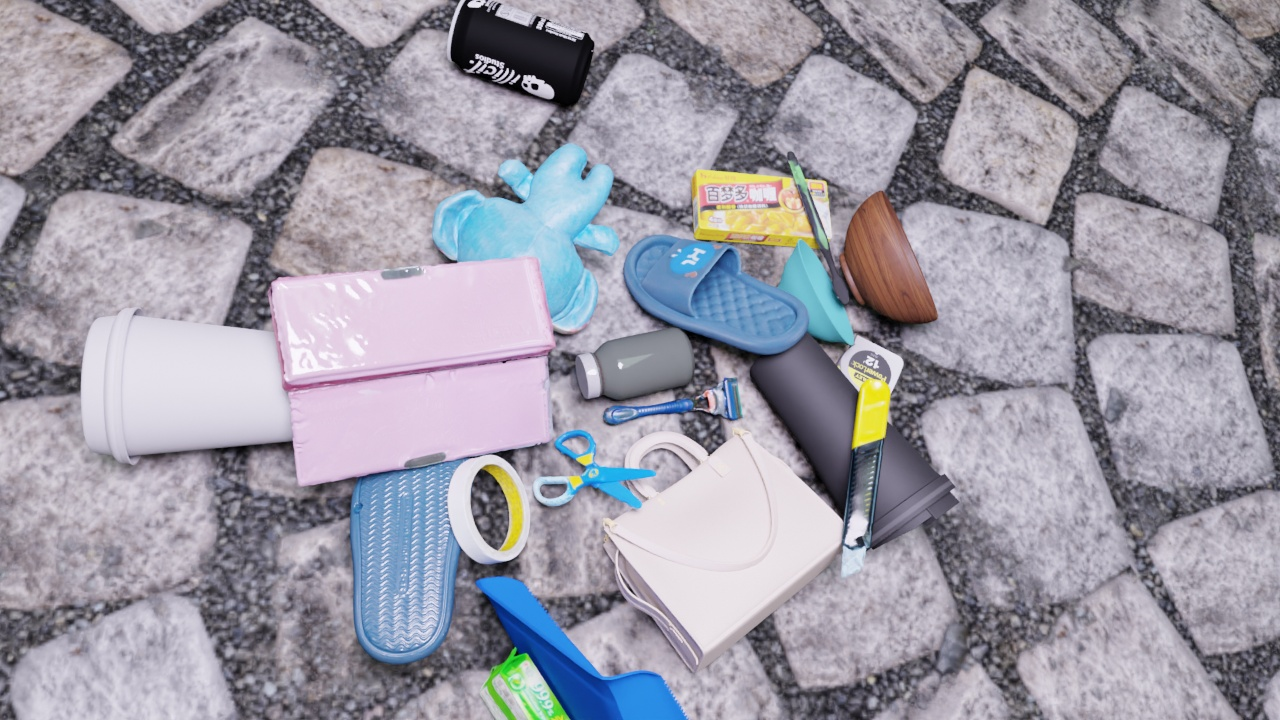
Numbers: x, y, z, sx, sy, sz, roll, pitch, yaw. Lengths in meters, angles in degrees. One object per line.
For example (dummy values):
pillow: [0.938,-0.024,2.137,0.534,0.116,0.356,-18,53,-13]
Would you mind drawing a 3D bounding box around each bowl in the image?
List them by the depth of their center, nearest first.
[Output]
bowl: [0.173,-0.061,0.952,0.046,0.121,0.121,-27,71,21]
bowl: [0.251,-0.098,0.967,0.069,0.147,0.147,-24,70,21]

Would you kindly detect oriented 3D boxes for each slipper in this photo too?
slipper: [-0.201,0.158,0.796,0.104,0.059,0.213,2,55,-5]
slipper: [0.069,-0.072,0.913,0.214,0.059,0.103,32,60,31]

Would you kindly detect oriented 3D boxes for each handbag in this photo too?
handbag: [0.056,0.147,0.841,0.194,0.101,0.198,-33,66,-21]

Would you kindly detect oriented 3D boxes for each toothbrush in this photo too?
toothbrush: [0.192,-0.144,0.993,0.014,0.017,0.188,-19,74,10]

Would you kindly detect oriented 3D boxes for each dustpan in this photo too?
dustpan: [-0.014,0.296,0.724,0.059,0.246,0.258,-30,107,-25]

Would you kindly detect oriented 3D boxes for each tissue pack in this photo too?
tissue pack: [-0.087,0.295,0.743,0.034,0.100,0.114,-30,77,-32]

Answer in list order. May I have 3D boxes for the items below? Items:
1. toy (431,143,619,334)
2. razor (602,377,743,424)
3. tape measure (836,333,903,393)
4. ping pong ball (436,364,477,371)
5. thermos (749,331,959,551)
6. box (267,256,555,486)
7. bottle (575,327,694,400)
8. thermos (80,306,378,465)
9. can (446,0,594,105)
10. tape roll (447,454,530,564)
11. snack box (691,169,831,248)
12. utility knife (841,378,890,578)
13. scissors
toy: [-0.101,-0.126,0.906,0.183,0.115,0.180,35,87,-6]
razor: [0.031,0.045,0.909,0.141,0.018,0.044,-7,87,-11]
tape measure: [0.238,0.011,0.965,0.064,0.017,0.064,27,66,0]
ping pong ball: [-0.173,0.011,0.870,0.040,0.040,0.040,4,67,-10]
thermos: [0.199,0.076,0.890,0.105,0.106,0.218,-29,71,-21]
box: [-0.184,0.005,0.786,0.232,0.051,0.180,-10,94,-26]
bottle: [-0.005,0.005,0.895,0.108,0.060,0.060,-12,71,-16]
thermos: [-0.344,0.023,0.793,0.221,0.132,0.131,1,68,-19]
can: [-0.129,-0.337,0.998,0.146,0.080,0.080,18,66,-4]
tape roll: [-0.132,0.131,0.806,0.019,0.094,0.094,-16,66,26]
snack box: [0.133,-0.166,1.011,0.152,0.025,0.075,3,68,-10]
utility knife: [0.198,0.103,0.815,0.029,0.020,0.186,10,66,10]
scissors: [-0.046,0.112,0.834,0.133,0.020,0.097,27,74,40]
